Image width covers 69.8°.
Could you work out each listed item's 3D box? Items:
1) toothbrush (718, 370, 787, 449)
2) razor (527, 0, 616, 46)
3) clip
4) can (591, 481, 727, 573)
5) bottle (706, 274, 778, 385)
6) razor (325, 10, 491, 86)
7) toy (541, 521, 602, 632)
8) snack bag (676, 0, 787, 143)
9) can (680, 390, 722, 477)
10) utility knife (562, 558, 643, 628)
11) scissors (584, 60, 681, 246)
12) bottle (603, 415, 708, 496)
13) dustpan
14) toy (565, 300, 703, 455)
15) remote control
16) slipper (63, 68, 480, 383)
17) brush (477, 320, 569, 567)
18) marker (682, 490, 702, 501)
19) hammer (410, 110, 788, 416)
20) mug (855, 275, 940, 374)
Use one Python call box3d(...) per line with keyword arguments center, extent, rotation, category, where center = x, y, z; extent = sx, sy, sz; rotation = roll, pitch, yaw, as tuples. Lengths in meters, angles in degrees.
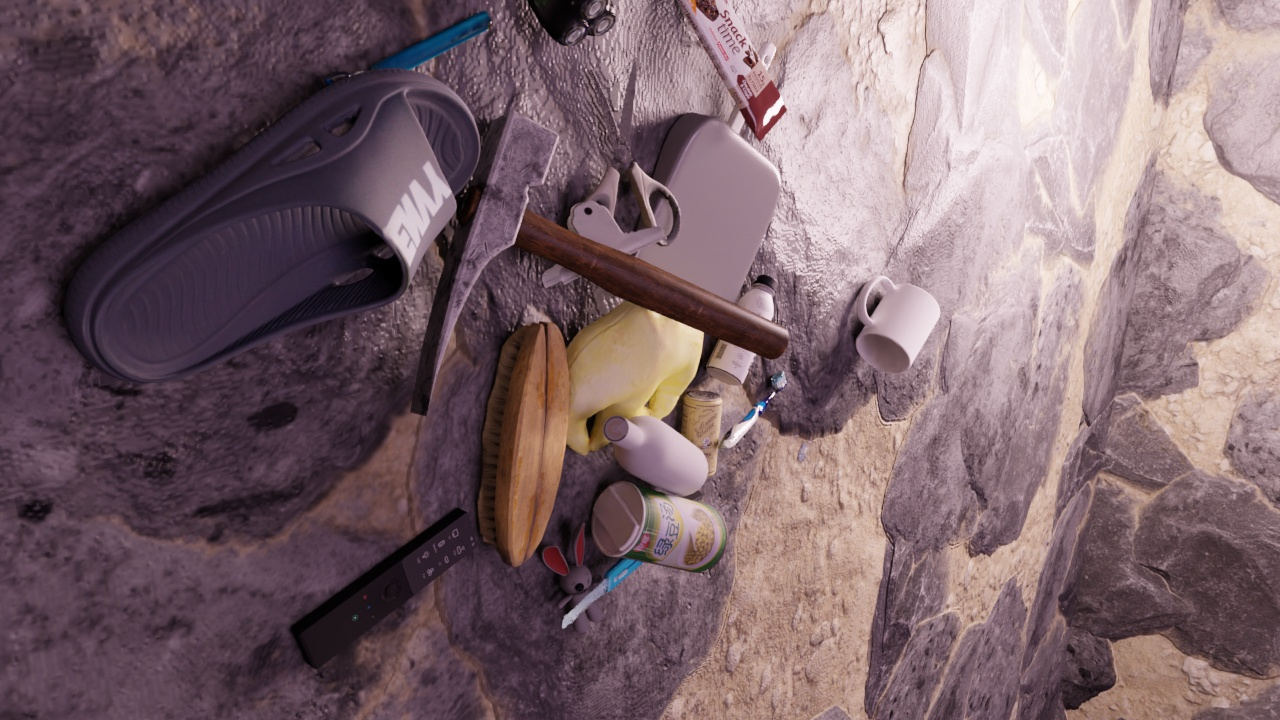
box3d(center=(0.120, 0.051, 0.964), extent=(0.188, 0.016, 0.017), rotation=(-38, 120, -55), category="toothbrush")
box3d(center=(-0.059, -0.294, 0.626), extent=(0.053, 0.067, 0.151), rotation=(-30, 116, -28), category="razor")
box3d(center=(-0.033, -0.094, 0.731), extent=(0.101, 0.058, 0.052), rotation=(-27, 142, -26), category="clip")
box3d(center=(0.018, 0.155, 0.848), extent=(0.120, 0.067, 0.067), rotation=(22, 84, -41), category="can")
box3d(center=(0.107, -0.033, 0.930), extent=(0.041, 0.041, 0.116), rotation=(42, 69, -48), category="bottle")
box3d(center=(-0.147, -0.193, 0.588), extent=(0.143, 0.022, 0.042), rotation=(-48, 152, -36), category="razor")
box3d(center=(-0.057, 0.194, 0.814), extent=(0.049, 0.030, 0.112), rotation=(-30, 124, -28), category="toy")
box3d(center=(0.081, -0.274, 0.810), extent=(0.056, 0.013, 0.158), rotation=(-51, 118, -32), category="snack bag")
box3d(center=(0.059, 0.072, 0.908), extent=(0.038, 0.038, 0.079), rotation=(-11, 110, -48), category="can")
box3d(center=(-0.025, 0.200, 0.836), extent=(0.178, 0.015, 0.022), rotation=(-31, 116, -57), category="utility knife")
box3d(center=(-0.013, -0.152, 0.756), extent=(0.165, 0.013, 0.157), rotation=(33, 82, -38), category="scissors")
box3d(center=(0.011, 0.079, 0.798), extent=(0.052, 0.052, 0.195), rotation=(-68, 157, -8), category="bottle")
box3d(center=(0.078, -0.176, 0.860), extent=(0.163, 0.033, 0.257), rotation=(21, 94, -50), category="dustpan")
box3d(center=(-0.005, 0.005, 0.788), extent=(0.170, 0.064, 0.155), rotation=(-19, 134, -42), category="toy")
box3d(center=(-0.181, 0.163, 0.668), extent=(0.149, 0.013, 0.034), rotation=(-35, 127, -39), category="remote control")
box3d(center=(-0.181, -0.074, 0.519), extent=(0.267, 0.083, 0.111), rotation=(-42, 146, -29), category="slipper")
box3d(center=(-0.092, 0.065, 0.719), extent=(0.059, 0.043, 0.195), rotation=(-2, 103, -51), category="brush")
box3d(center=(0.013, 0.155, 0.902), extent=(0.151, 0.011, 0.011), rotation=(-18, 115, -47), category="marker")
box3d(center=(-0.013, -0.025, 0.701), extent=(0.300, 0.037, 0.217), rotation=(22, 81, -30), category="hammer")
box3d(center=(0.316, -0.053, 1.161), extent=(0.110, 0.074, 0.090), rotation=(47, 63, -18), category="mug")
